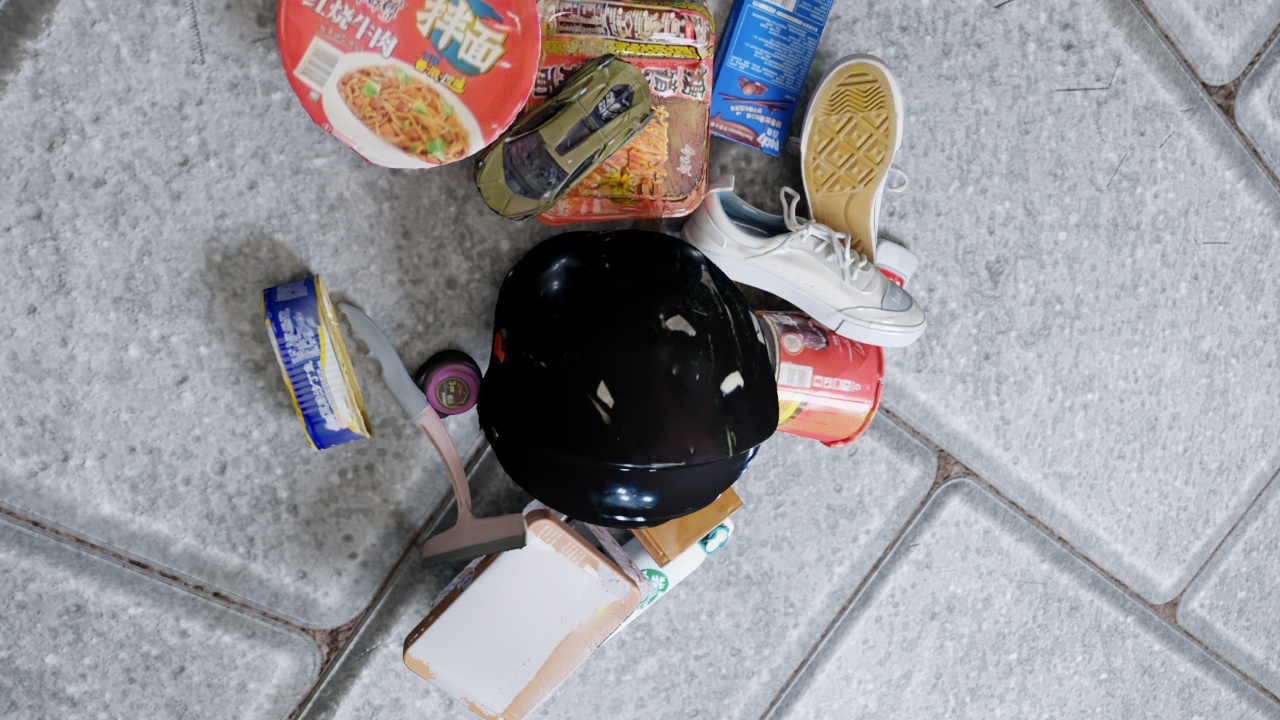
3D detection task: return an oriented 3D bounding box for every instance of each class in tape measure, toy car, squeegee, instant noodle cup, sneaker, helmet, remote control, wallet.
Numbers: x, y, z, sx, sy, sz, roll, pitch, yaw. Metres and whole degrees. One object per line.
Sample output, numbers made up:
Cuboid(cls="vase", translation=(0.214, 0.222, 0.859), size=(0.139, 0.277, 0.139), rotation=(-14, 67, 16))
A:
Cuboid(cls="tape measure", translation=(-0.172, 0.019, 0.830), size=(0.058, 0.039, 0.057), rotation=(-25, 115, -5))
Cuboid(cls="toy car", translation=(-0.059, -0.171, 0.717), size=(0.158, 0.042, 0.070), rotation=(-41, 111, 2))
Cuboid(cls="squeegee", translation=(-0.192, 0.056, 0.797), size=(0.040, 0.248, 0.249), rotation=(-28, 91, -34))
Cuboid(cls="instant noodle cup", translation=(-0.024, -0.213, 0.779), size=(0.164, 0.079, 0.189), rotation=(-4, 109, -18))
Cuboid(cls="sneaker", translation=(0.196, -0.181, 0.865), size=(0.118, 0.087, 0.241), rotation=(1, 133, 11))
Cuboid(cls="instant noodle cup", translation=(0.150, 0.010, 0.885), size=(0.108, 0.138, 0.138), rotation=(7, 106, -24))
Cuboid(cls="helmet", translation=(-0.005, 0.005, 0.777), size=(0.233, 0.231, 0.274), rotation=(-12, 85, -30))
Cuboid(cls="sneaker", translation=(0.159, -0.096, 0.838), size=(0.242, 0.089, 0.091), rotation=(23, 131, -1))
Cuboid(cls="instant noodle cup", translation=(-0.173, -0.245, 0.705), size=(0.194, 0.066, 0.194), rotation=(-1, 100, -6))
Cuboid(cls="remote control", translation=(0.240, -0.059, 0.961), size=(0.056, 0.020, 0.136), rotation=(21, 101, -24))
Cuboid(cls="wallet", translation=(0.016, 0.128, 0.908), size=(0.119, 0.035, 0.130), rotation=(-38, 84, 1))

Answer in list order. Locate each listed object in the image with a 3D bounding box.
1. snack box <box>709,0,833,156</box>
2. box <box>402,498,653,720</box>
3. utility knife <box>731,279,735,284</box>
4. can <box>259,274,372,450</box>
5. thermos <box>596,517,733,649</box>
Cuboid(cls="snack box", translation=(0.113, -0.275, 0.835), size=(0.084, 0.026, 0.157), rotation=(14, 103, -23))
Cuboid(cls="box", translation=(-0.108, 0.217, 0.820), size=(0.182, 0.153, 0.181), rotation=(-45, 149, -1))
Cuboid(cls="utility knife", translation=(0.084, -0.034, 0.916), size=(0.033, 0.015, 0.165), rotation=(-14, 113, -12))
Cuboid(cls="can", translation=(-0.270, 0.004, 0.769), size=(0.049, 0.074, 0.148), rotation=(-16, 113, -11))
Cuboid(cls="thermos", translation=(-0.004, 0.223, 0.943), size=(0.224, 0.073, 0.073), rotation=(-38, 117, -4))
